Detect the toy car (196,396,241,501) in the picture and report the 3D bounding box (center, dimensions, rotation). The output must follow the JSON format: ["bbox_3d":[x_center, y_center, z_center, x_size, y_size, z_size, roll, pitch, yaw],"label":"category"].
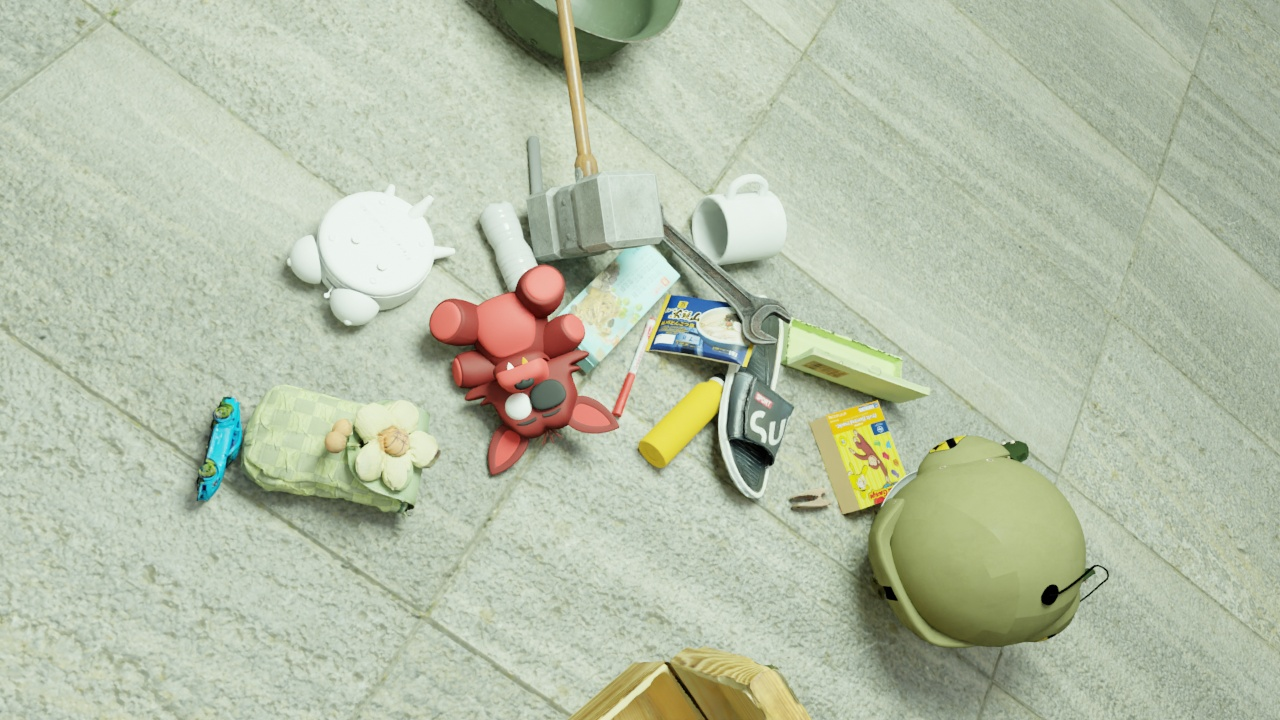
[{"bbox_3d":[-0.414,0.088,0.905,0.032,0.048,0.105,15,65,-22],"label":"toy car"}]

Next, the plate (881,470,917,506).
[{"bbox_3d":[0.353,0.204,1.193,0.134,0.011,0.135,-8,106,-28],"label":"plate"}]

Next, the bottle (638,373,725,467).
[{"bbox_3d":[0.059,0.069,1.121,0.043,0.043,0.143,48,61,-2],"label":"bottle"}]

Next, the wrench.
[{"bbox_3d":[0.083,-0.115,1.153,0.070,0.010,0.273,-34,64,-22],"label":"wrench"}]

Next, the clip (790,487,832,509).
[{"bbox_3d":[0.218,0.173,1.167,0.061,0.026,0.049,30,62,-13],"label":"clip"}]

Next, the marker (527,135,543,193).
[{"bbox_3d":[-0.130,-0.218,1.152,0.016,0.016,0.140,2,72,-23],"label":"marker"}]

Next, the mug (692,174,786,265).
[{"bbox_3d":[0.132,-0.187,1.199,0.090,0.121,0.091,-11,42,-26],"label":"mug"}]

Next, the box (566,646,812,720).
[{"bbox_3d":[0.071,0.436,0.840,0.285,0.337,0.279,-33,86,-31],"label":"box"}]

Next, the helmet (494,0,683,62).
[{"bbox_3d":[-0.096,-0.485,1.180,0.267,0.154,0.226,28,67,-18],"label":"helmet"}]

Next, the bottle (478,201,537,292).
[{"bbox_3d":[-0.150,-0.122,1.094,0.044,0.044,0.136,-19,81,-28],"label":"bottle"}]

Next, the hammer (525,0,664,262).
[{"bbox_3d":[-0.071,-0.282,1.060,0.082,0.163,0.317,-11,96,-38],"label":"hammer"}]

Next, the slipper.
[{"bbox_3d":[0.154,0.038,1.144,0.111,0.063,0.263,35,54,-42],"label":"slipper"}]

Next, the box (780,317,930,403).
[{"bbox_3d":[0.287,-0.004,1.227,0.187,0.098,0.082,19,66,-20],"label":"box"}]

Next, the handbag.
[{"bbox_3d":[-0.296,0.086,0.917,0.186,0.117,0.113,13,67,-21],"label":"handbag"}]

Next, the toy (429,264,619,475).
[{"bbox_3d":[-0.129,0.009,1.019,0.158,0.120,0.197,-21,86,-2],"label":"toy"}]

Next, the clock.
[{"bbox_3d":[-0.295,-0.123,1.014,0.125,0.073,0.160,47,61,-3],"label":"clock"}]

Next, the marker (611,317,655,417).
[{"bbox_3d":[-0.007,0.007,1.132,0.013,0.013,0.142,27,63,-13],"label":"marker"}]

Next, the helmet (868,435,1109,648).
[{"bbox_3d":[0.383,0.223,1.077,0.232,0.256,0.250,-20,80,-31],"label":"helmet"}]

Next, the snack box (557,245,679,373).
[{"bbox_3d":[-0.033,-0.070,1.124,0.075,0.053,0.174,45,62,-5],"label":"snack box"}]

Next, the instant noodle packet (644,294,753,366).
[{"bbox_3d":[0.081,-0.038,1.142,0.134,0.026,0.086,10,62,24],"label":"instant noodle packet"}]

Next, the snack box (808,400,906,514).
[{"bbox_3d":[0.288,0.126,1.203,0.088,0.040,0.125,-13,78,-27],"label":"snack box"}]
